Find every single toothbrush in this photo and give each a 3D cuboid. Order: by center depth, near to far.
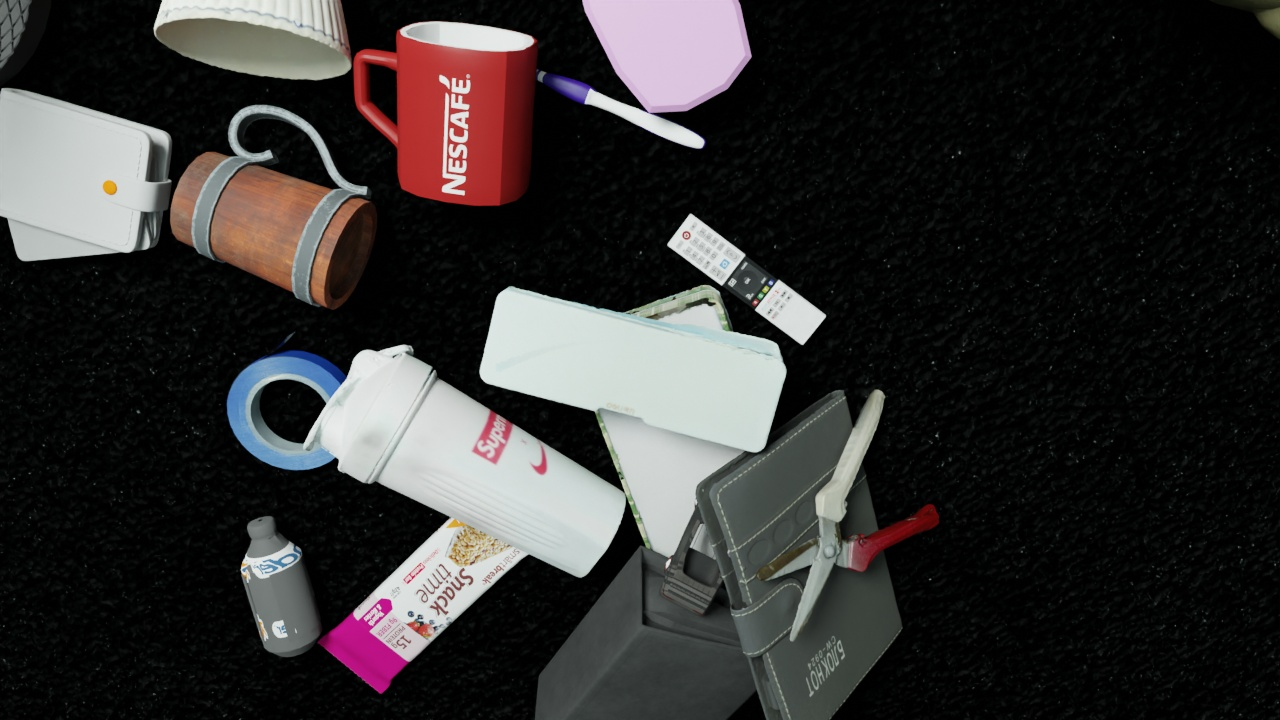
[{"bbox_3d":[-0.041,-0.184,0.629,0.186,0.016,0.015,21,107,-5],"label":"toothbrush"}]

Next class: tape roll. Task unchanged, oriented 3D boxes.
[{"bbox_3d":[-0.262,0.038,0.694,0.091,0.016,0.093,-40,101,11],"label":"tape roll"}]

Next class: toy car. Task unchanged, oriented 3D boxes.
[{"bbox_3d":[0.048,0.129,0.640,0.040,0.037,0.092,28,73,-4],"label":"toy car"}]

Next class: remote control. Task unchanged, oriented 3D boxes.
[{"bbox_3d":[0.077,-0.058,0.663,0.124,0.011,0.028,36,103,-8],"label":"remote control"}]

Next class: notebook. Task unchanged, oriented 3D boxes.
[{"bbox_3d":[0.122,0.149,0.660,0.030,0.169,0.209,-5,109,48],"label":"notebook"}]

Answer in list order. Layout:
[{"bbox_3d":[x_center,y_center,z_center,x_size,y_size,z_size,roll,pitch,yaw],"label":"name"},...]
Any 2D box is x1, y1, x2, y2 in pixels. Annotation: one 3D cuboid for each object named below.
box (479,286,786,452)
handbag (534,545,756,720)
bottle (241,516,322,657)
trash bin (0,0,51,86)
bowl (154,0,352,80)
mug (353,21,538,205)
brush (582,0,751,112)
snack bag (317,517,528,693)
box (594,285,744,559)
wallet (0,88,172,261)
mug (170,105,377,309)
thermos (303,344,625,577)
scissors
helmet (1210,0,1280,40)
[{"bbox_3d":[-0.004,0.003,0.615,0.199,0.067,0.084,13,126,0],"label":"box"},{"bbox_3d":[0.044,0.255,0.709,0.195,0.072,0.176,23,123,-16],"label":"handbag"},{"bbox_3d":[-0.283,0.176,0.717,0.047,0.047,0.112,-9,105,3],"label":"bottle"},{"bbox_3d":[-0.493,-0.242,0.512,0.218,0.227,0.218,0,105,1],"label":"trash bin"},{"bbox_3d":[-0.240,-0.225,0.578,0.115,0.115,0.062,4,90,0],"label":"bowl"},{"bbox_3d":[-0.128,-0.163,0.595,0.116,0.080,0.097,10,119,5],"label":"mug"},{"bbox_3d":[-0.009,-0.272,0.590,0.089,0.043,0.229,-27,103,8],"label":"brush"},{"bbox_3d":[-0.169,0.186,0.733,0.197,0.016,0.070,-43,102,11],"label":"snack bag"},{"bbox_3d":[0.034,0.056,0.678,0.118,0.050,0.205,-19,104,9],"label":"box"},{"bbox_3d":[-0.394,-0.117,0.644,0.118,0.037,0.115,17,105,0],"label":"wallet"},{"bbox_3d":[-0.243,-0.108,0.628,0.111,0.081,0.117,21,87,-1],"label":"mug"},{"bbox_3d":[-0.121,0.075,0.669,0.220,0.099,0.099,31,104,-12],"label":"thermos"},{"bbox_3d":[0.154,0.106,0.657,0.198,0.015,0.179,11,77,-36],"label":"scissors"},{"bbox_3d":[0.358,-0.285,0.459,0.233,0.255,0.250,12,104,-6],"label":"helmet"}]
